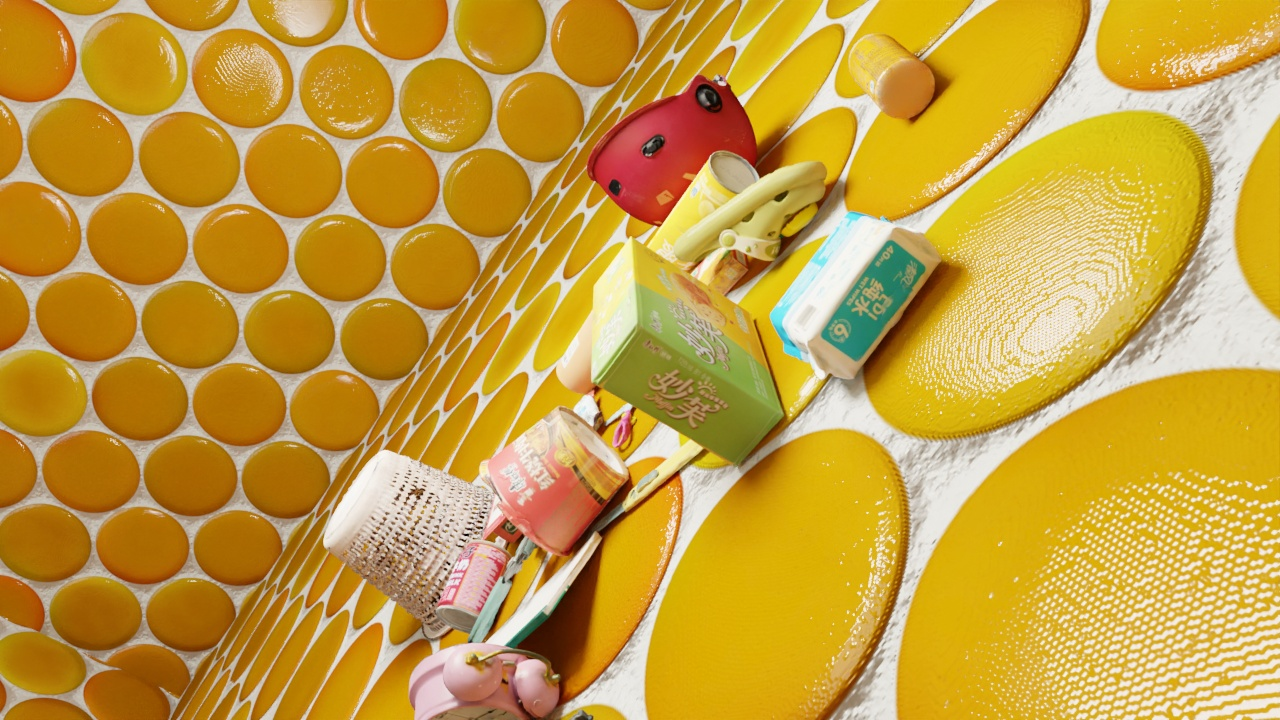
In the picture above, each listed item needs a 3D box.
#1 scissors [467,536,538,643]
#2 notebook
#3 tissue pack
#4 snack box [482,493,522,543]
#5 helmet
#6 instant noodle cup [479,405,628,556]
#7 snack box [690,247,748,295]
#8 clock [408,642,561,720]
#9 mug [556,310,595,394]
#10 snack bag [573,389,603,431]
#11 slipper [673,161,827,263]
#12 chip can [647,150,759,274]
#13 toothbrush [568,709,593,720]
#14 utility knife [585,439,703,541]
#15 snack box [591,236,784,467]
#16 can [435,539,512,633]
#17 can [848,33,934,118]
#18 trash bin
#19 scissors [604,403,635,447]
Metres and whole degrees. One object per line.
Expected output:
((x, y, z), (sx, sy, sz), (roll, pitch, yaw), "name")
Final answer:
((-0.139, 0.232, 1.028), (0.171, 0.019, 0.178), (-63, -5, 27), "scissors")
((-0.128, 0.270, 0.926), (0.210, 0.012, 0.150), (-47, -1, 25), "notebook")
((0.170, -0.053, 0.738), (0.140, 0.063, 0.090), (-54, 20, 7), "tissue pack")
((-0.143, 0.168, 1.172), (0.113, 0.044, 0.127), (-46, 19, 24), "snack box")
((0.055, -0.248, 1.177), (0.208, 0.144, 0.239), (-42, -8, 38), "helmet")
((-0.086, 0.124, 0.984), (0.108, 0.138, 0.138), (-44, 19, 5), "instant noodle cup")
((0.066, -0.076, 1.096), (0.156, 0.027, 0.076), (-47, 19, 24), "snack box")
((-0.141, 0.303, 0.826), (0.159, 0.117, 0.059), (-49, 30, 25), "clock")
((-0.059, -0.014, 1.234), (0.123, 0.078, 0.078), (-49, 19, 32), "mug")
((-0.066, 0.070, 1.176), (0.048, 0.026, 0.104), (-60, 18, 7), "snack bag")
((0.126, -0.145, 0.994), (0.191, 0.081, 0.091), (-29, 3, 27), "slipper")
((0.061, -0.157, 1.121), (0.214, 0.072, 0.071), (-52, 16, 44), "chip can")
((-0.100, 0.353, 0.790), (0.190, 0.016, 0.014), (-48, 12, 25), "toothbrush")
((0.011, 0.124, 0.918), (0.214, 0.022, 0.030), (-49, 13, 32), "utility knife")
((0.038, -0.015, 0.853), (0.070, 0.157, 0.209), (-52, 18, 21), "snack box")
((-0.195, 0.269, 1.092), (0.067, 0.066, 0.093), (-36, 27, 46), "can")
((0.257, -0.297, 0.950), (0.058, 0.058, 0.145), (-47, 20, 23), "can")
((-0.307, 0.231, 1.243), (0.228, 0.192, 0.227), (-48, 19, 23), "trash bin")
((-0.008, 0.050, 1.087), (0.135, 0.017, 0.133), (-49, 15, 26), "scissors")
